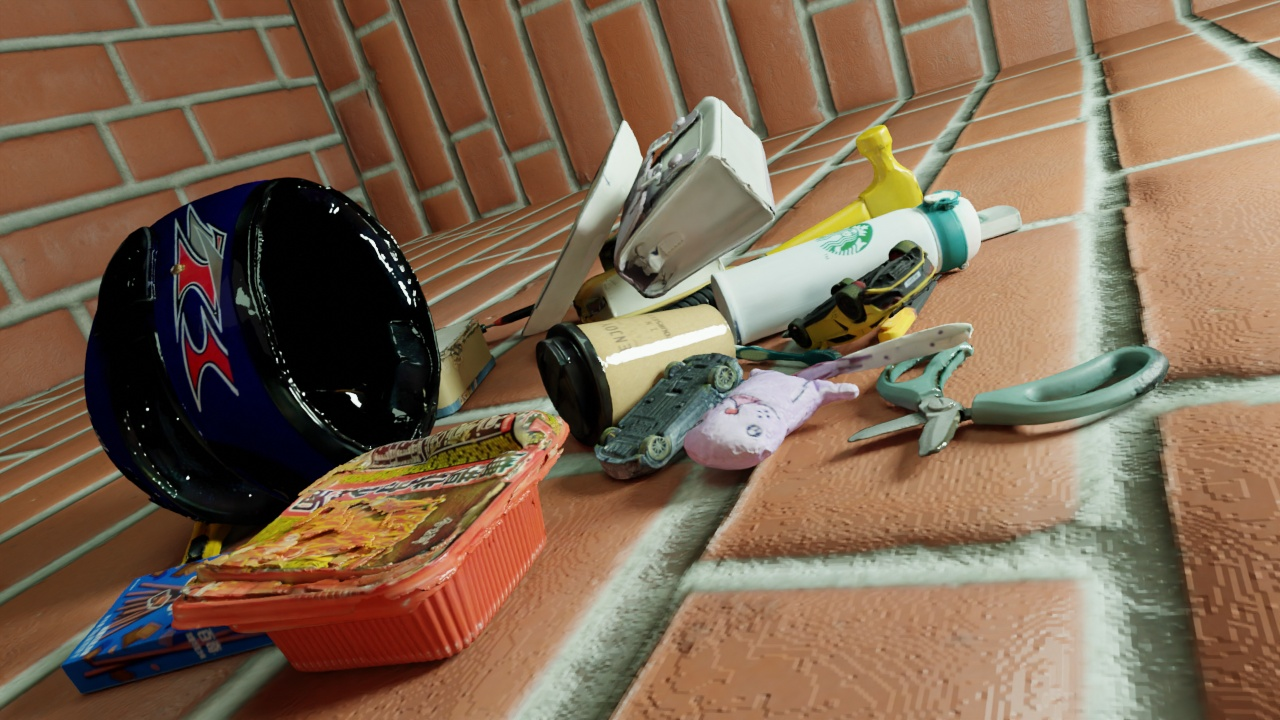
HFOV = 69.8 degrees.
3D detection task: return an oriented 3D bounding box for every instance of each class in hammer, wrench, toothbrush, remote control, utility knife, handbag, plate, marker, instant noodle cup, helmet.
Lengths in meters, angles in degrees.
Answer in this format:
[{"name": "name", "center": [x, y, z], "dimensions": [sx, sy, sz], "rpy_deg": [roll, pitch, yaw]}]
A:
[{"name": "hammer", "center": [0.116, -0.082, 0.824], "dimensions": [0.301, 0.129, 0.033], "rpy_deg": [-29, 16, 3]}, {"name": "wrench", "center": [-0.140, -0.056, 1.104], "dimensions": [0.274, 0.016, 0.056], "rpy_deg": [-19, 4, 27]}, {"name": "toothbrush", "center": [0.090, -0.007, 0.734], "dimensions": [0.018, 0.016, 0.192], "rpy_deg": [-16, 12, -32]}, {"name": "remote control", "center": [0.291, -0.119, 0.879], "dimensions": [0.135, 0.019, 0.056], "rpy_deg": [-17, 15, 6]}, {"name": "utility knife", "center": [-0.329, 0.146, 0.689], "dimensions": [0.033, 0.015, 0.203], "rpy_deg": [-25, 17, -14]}, {"name": "handbag", "center": [0.009, -0.078, 1.019], "dimensions": [0.163, 0.063, 0.179], "rpy_deg": [-22, 1, -14]}, {"name": "handbag", "center": [0.043, -0.154, 0.857], "dimensions": [0.145, 0.098, 0.196], "rpy_deg": [-44, 17, 24]}, {"name": "plate", "center": [-0.057, -0.123, 0.928], "dimensions": [0.267, 0.034, 0.161], "rpy_deg": [-55, 13, 50]}, {"name": "toothbrush", "center": [0.128, 0.005, 0.610], "dimensions": [0.188, 0.016, 0.017], "rpy_deg": [-18, 3, 33]}, {"name": "marker", "center": [0.209, -0.041, 0.713], "dimensions": [0.018, 0.015, 0.123], "rpy_deg": [-9, 18, 36]}, {"name": "instant noodle cup", "center": [-0.130, 0.101, 0.496], "dimensions": [0.165, 0.079, 0.188], "rpy_deg": [-12, 16, 24]}, {"name": "helmet", "center": [-0.309, 0.013, 0.732], "dimensions": [0.241, 0.247, 0.315], "rpy_deg": [-34, 43, 16]}]

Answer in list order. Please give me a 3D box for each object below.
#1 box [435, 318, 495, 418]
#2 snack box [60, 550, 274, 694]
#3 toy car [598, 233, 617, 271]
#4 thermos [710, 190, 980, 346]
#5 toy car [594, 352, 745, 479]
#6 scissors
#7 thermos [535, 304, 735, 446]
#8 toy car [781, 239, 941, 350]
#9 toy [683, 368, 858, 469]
[{"name": "box", "center": [-0.214, 0.010, 0.951], "dimensions": [0.090, 0.061, 0.184], "rpy_deg": [-15, 14, 12]}, {"name": "snack box", "center": [-0.260, 0.150, 0.564], "dimensions": [0.157, 0.026, 0.084], "rpy_deg": [-17, 22, 8]}, {"name": "toy car", "center": [-0.013, -0.127, 1.045], "dimensions": [0.070, 0.042, 0.158], "rpy_deg": [-20, 2, 0]}, {"name": "thermos", "center": [0.175, -0.081, 0.778], "dimensions": [0.224, 0.073, 0.073], "rpy_deg": [-20, 15, -1]}, {"name": "toy car", "center": [0.022, 0.038, 0.618], "dimensions": [0.120, 0.037, 0.054], "rpy_deg": [-42, 28, -28]}, {"name": "scissors", "center": [0.208, 0.012, 0.525], "dimensions": [0.178, 0.019, 0.169], "rpy_deg": [-10, 16, 27]}, {"name": "thermos", "center": [-0.004, 0.004, 0.681], "dimensions": [0.143, 0.093, 0.093], "rpy_deg": [-18, 14, -26]}, {"name": "toy car", "center": [0.160, -0.041, 0.678], "dimensions": [0.071, 0.041, 0.156], "rpy_deg": [-38, 1, -20]}, {"name": "toy", "center": [0.073, 0.036, 0.561], "dimensions": [0.084, 0.039, 0.107], "rpy_deg": [6, 27, 44]}]
